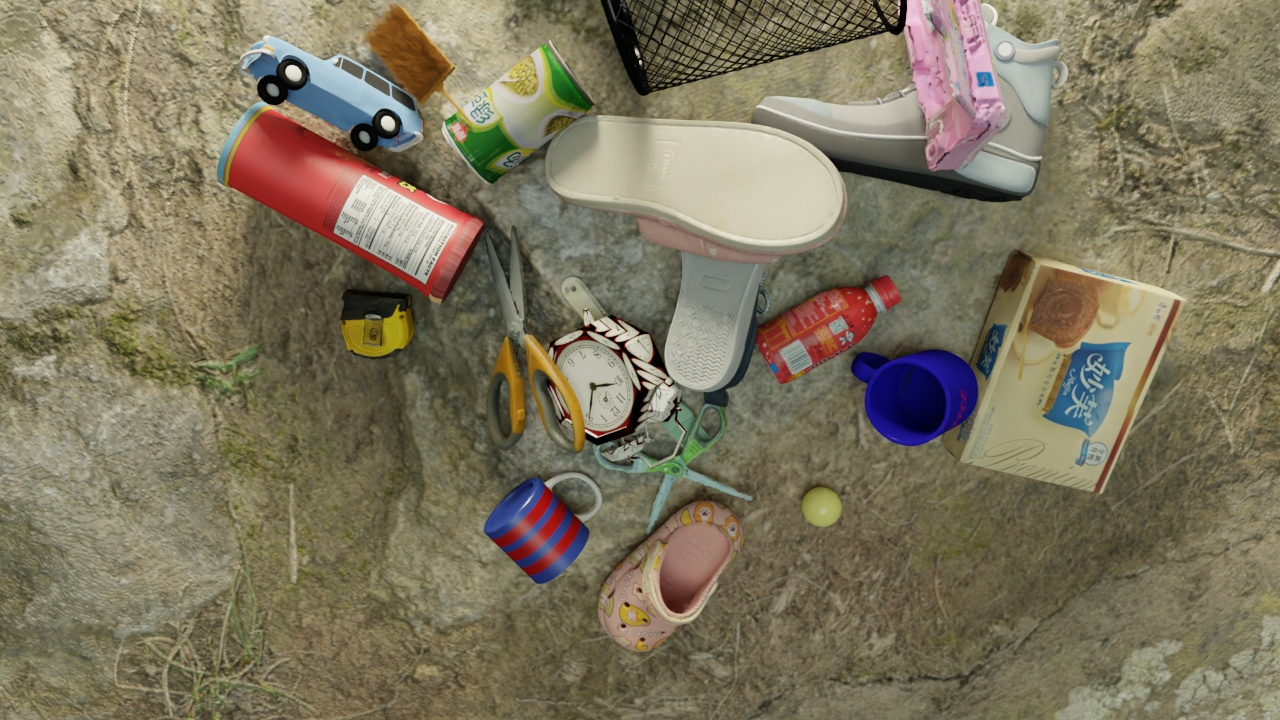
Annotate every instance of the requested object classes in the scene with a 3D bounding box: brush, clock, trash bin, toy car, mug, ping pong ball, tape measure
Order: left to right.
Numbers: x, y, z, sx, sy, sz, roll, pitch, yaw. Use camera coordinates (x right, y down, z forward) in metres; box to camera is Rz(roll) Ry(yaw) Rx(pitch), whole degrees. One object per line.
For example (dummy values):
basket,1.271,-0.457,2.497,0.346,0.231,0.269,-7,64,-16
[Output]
toy car,-0.256,-0.225,0.771,0.153,0.056,0.054,24,71,-38
tape measure,-0.249,-0.032,0.868,0.065,0.037,0.064,5,107,-3
brush,-0.186,-0.248,0.780,0.048,0.017,0.126,-44,74,12
mug,-0.091,0.156,0.920,0.111,0.075,0.076,-46,105,-15
clock,-0.016,0.030,0.858,0.154,0.064,0.115,47,125,10
brush,-0.005,0.005,0.899,0.033,0.012,0.217,-36,104,10
trash bin,0.076,-0.312,0.718,0.210,0.183,0.184,-17,107,10
ping pong ball,0.184,0.149,0.933,0.040,0.040,0.040,0,108,-1
mug,0.252,0.025,0.866,0.111,0.083,0.079,34,115,28

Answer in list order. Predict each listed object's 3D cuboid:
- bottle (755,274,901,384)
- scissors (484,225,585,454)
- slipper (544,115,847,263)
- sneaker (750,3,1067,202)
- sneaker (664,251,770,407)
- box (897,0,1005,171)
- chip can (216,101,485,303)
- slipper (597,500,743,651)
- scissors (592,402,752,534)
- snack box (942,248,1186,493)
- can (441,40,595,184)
bottle,0.177,-0.034,0.863,0.138,0.062,0.062,-29,106,8
scissors,-0.103,-0.010,0.853,0.175,0.016,0.225,18,113,39
slipper,0.043,-0.150,0.786,0.275,0.054,0.114,17,84,22
sneaker,0.233,-0.234,0.794,0.256,0.093,0.160,13,99,-4
sneaker,0.080,-0.076,0.838,0.089,0.087,0.235,10,88,26
box,0.227,-0.277,0.689,0.062,0.161,0.230,-9,74,14
chip can,-0.251,-0.137,0.810,0.213,0.087,0.087,29,105,-9
slipper,0.027,0.229,0.930,0.093,0.081,0.198,33,109,-9
scissors,0.034,0.108,0.923,0.173,0.021,0.172,20,114,-9
snack box,0.403,0.013,0.885,0.153,0.055,0.208,13,107,-5
can,-0.106,-0.213,0.797,0.121,0.067,0.067,-35,105,9
